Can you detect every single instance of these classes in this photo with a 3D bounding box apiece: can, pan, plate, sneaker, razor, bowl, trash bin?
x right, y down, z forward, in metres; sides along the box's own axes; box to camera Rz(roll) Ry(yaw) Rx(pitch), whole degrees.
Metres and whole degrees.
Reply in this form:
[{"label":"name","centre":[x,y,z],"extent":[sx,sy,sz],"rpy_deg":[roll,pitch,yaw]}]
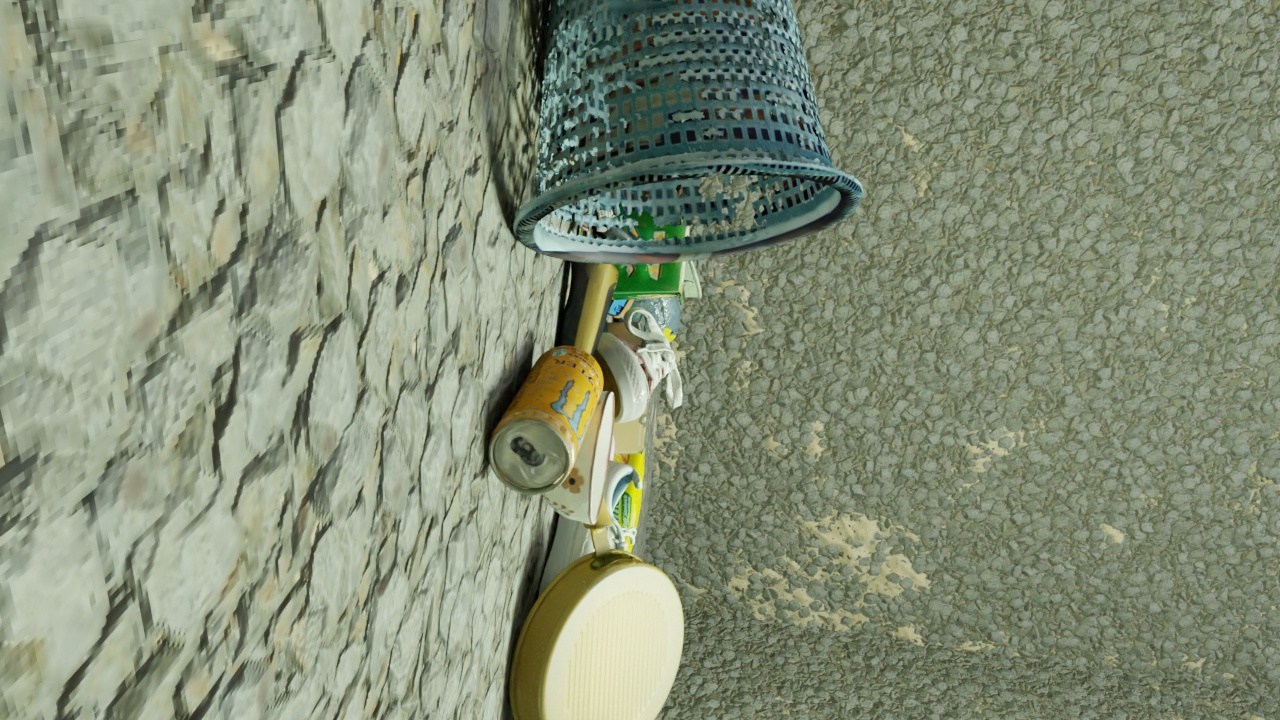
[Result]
[{"label":"can","centre":[-0.065,0.039,0.662],"extent":[0.145,0.058,0.058],"rpy_deg":[-73,170,-69]},{"label":"pan","centre":[-0.042,0.196,0.860],"extent":[0.197,0.078,0.357],"rpy_deg":[-3,99,-48]},{"label":"plate","centre":[0.028,-0.185,1.194],"extent":[0.230,0.027,0.230],"rpy_deg":[-16,86,-89]},{"label":"sneaker","centre":[-0.050,0.211,0.962],"extent":[0.090,0.091,0.241],"rpy_deg":[90,9,-54]},{"label":"razor","centre":[-0.042,-0.052,0.837],"extent":[0.062,0.067,0.167],"rpy_deg":[35,69,-85]},{"label":"bowl","centre":[-0.060,0.079,0.777],"extent":[0.113,0.062,0.113],"rpy_deg":[8,88,-85]},{"label":"trash bin","centre":[0.023,-0.183,0.612],"extent":[0.226,0.226,0.195],"rpy_deg":[63,22,-83]},{"label":"sneaker","centre":[-0.006,0.006,0.946],"extent":[0.241,0.088,0.118],"rpy_deg":[-146,-140,-83]}]

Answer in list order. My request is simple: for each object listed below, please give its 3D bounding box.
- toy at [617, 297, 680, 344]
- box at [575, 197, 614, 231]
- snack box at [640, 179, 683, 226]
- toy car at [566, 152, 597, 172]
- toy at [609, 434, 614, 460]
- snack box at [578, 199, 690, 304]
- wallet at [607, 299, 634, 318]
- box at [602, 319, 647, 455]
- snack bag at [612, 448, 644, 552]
[{"label":"toy","centre":[0.010,-0.082,1.332],"extent":[0.356,0.091,0.137],"rpy_deg":[88,-3,-79]},{"label":"box","centre":[-0.027,-0.183,0.808],"extent":[0.072,0.060,0.164],"rpy_deg":[132,-32,-53]},{"label":"snack box","centre":[0.017,-0.208,0.847],"extent":[0.113,0.053,0.125],"rpy_deg":[106,-18,-47]},{"label":"toy car","centre":[-0.034,-0.208,0.721],"extent":[0.071,0.041,0.156],"rpy_deg":[1,93,-59]},{"label":"toy","centre":[-0.052,0.120,1.116],"extent":[0.108,0.039,0.083],"rpy_deg":[102,-13,-46]},{"label":"snack box","centre":[-0.004,-0.113,0.926],"extent":[0.118,0.105,0.117],"rpy_deg":[-18,114,-86]},{"label":"wallet","centre":[-0.015,-0.102,1.100],"extent":[0.106,0.040,0.133],"rpy_deg":[-63,174,2]},{"label":"box","centre":[-0.024,0.031,1.144],"extent":[0.089,0.062,0.185],"rpy_deg":[-99,-172,-51]},{"label":"snack bag","centre":[-0.040,0.214,1.290],"extent":[0.158,0.068,0.245],"rpy_deg":[93,7,-46]}]
